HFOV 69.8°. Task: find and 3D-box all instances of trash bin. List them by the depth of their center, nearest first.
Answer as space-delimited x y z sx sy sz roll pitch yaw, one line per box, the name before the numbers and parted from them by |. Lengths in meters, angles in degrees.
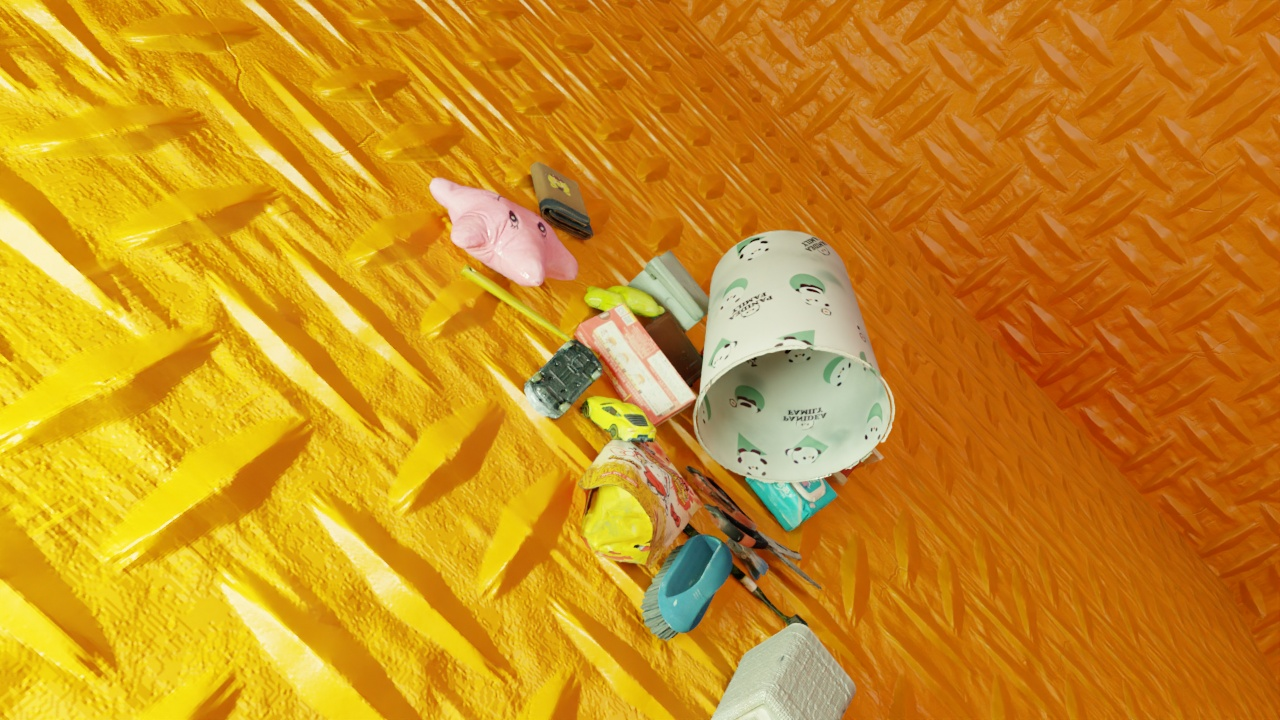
trash bin | 0.179 -0.016 1.144 0.229 0.230 0.251 33 36 -26

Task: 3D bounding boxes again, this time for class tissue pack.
tissue pack | 0.202 0.164 1.209 0.093 0.050 0.133 52 26 13

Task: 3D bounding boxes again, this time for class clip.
clip | 0.123 0.223 1.051 0.058 0.036 0.025 50 29 3

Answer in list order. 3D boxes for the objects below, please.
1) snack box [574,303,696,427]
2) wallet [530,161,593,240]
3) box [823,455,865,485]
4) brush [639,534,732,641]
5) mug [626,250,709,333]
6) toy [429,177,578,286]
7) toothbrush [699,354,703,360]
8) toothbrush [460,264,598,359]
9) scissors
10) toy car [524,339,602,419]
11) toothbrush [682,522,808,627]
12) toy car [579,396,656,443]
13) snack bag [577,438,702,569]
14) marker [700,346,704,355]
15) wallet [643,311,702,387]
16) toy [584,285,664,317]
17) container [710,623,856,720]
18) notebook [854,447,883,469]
snack box | -0.007 0.006 1.110 0.075 0.026 0.153 -30 77 -34
wallet | -0.111 -0.226 1.299 0.090 0.033 0.115 25 31 -35
box | 0.236 0.090 1.294 0.168 0.078 0.091 43 -10 -10
brush | 0.054 0.215 0.900 0.055 0.074 0.143 54 27 -2
mug | 0.043 -0.089 1.260 0.103 0.083 0.124 50 -5 0
toy | -0.147 -0.137 1.071 0.194 0.075 0.178 16 31 -45
toothbrush | 0.024 -0.026 1.246 0.191 0.018 0.016 24 40 -34
toothbrush | -0.126 -0.050 1.055 0.190 0.017 0.015 35 30 -20
scissors | 0.131 0.198 1.063 0.226 0.015 0.189 44 7 8
toy car | -0.085 0.021 0.999 0.054 0.037 0.120 46 37 -5
toothbrush | 0.117 0.241 1.017 0.186 0.017 0.012 43 34 -9
toy car | -0.024 0.060 0.994 0.048 0.032 0.105 4 16 -37
snack bag | 0.001 0.136 0.955 0.128 0.073 0.207 48 19 2
marker | 0.146 0.016 1.364 0.145 0.017 0.017 29 32 -32
wallet | 0.030 -0.001 1.189 0.101 0.032 0.124 53 37 1
toy | -0.022 -0.078 1.204 0.097 0.031 0.100 27 23 23
container | 0.131 0.323 0.853 0.090 0.090 0.114 50 30 5
notebook | 0.262 0.077 1.350 0.206 0.010 0.146 46 -10 8
